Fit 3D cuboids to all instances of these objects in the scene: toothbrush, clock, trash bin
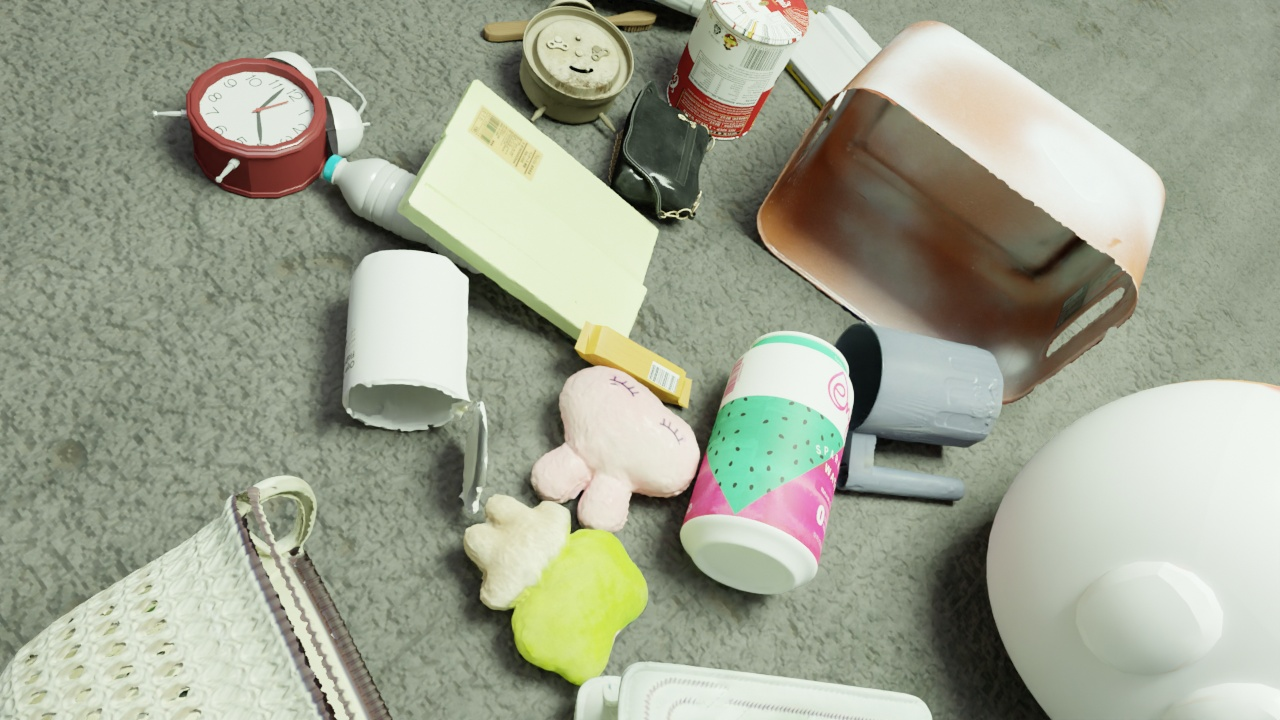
[{"bbox_3d":[-0.061,-0.300,0.825,0.166,0.016,0.016,-14,66,-23],"label":"toothbrush"},{"bbox_3d":[-0.059,-0.261,0.779,0.093,0.055,0.140,2,68,-18],"label":"clock"},{"bbox_3d":[-0.264,-0.173,0.659,0.096,0.048,0.137,44,58,9],"label":"clock"},{"bbox_3d":[0.252,-0.122,0.731,0.260,0.182,0.157,36,54,4],"label":"trash bin"}]

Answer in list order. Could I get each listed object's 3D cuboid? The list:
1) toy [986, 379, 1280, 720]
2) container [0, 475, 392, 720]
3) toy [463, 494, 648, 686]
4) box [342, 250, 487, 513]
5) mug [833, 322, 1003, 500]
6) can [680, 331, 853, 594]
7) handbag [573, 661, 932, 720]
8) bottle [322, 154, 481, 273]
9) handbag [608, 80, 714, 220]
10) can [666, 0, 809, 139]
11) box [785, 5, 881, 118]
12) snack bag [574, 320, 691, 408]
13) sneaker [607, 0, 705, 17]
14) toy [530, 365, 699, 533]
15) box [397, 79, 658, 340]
[{"bbox_3d":[0.370,0.135,0.574,0.279,0.267,0.262,-22,72,-45],"label":"toy"},{"bbox_3d":[-0.164,0.192,0.409,0.143,0.185,0.251,-28,71,-18],"label":"container"},{"bbox_3d":[-0.055,0.131,0.554,0.118,0.043,0.092,39,62,0],"label":"toy"},{"bbox_3d":[-0.139,0.013,0.576,0.094,0.084,0.165,10,59,-23],"label":"box"},{"bbox_3d":[0.201,0.040,0.685,0.104,0.084,0.124,9,82,-17],"label":"mug"},{"bbox_3d":[0.089,0.066,0.617,0.088,0.088,0.165,24,56,-4],"label":"can"},{"bbox_3d":[0.064,0.245,0.493,0.198,0.096,0.141,13,60,-20],"label":"handbag"},{"bbox_3d":[-0.162,-0.108,0.659,0.136,0.044,0.044,27,56,-3],"label":"bottle"},{"bbox_3d":[0.020,-0.167,0.752,0.079,0.054,0.128,20,54,-12],"label":"handbag"},{"bbox_3d":[0.082,-0.262,0.789,0.086,0.117,0.086,9,59,-14],"label":"can"},{"bbox_3d":[0.228,-0.260,0.891,0.127,0.046,0.209,-25,71,-32],"label":"box"},{"bbox_3d":[-0.004,0.004,0.648,0.099,0.020,0.026,28,65,-27],"label":"snack bag"},{"bbox_3d":[-0.004,-0.356,0.846,0.235,0.079,0.087,7,67,-36],"label":"sneaker"},{"bbox_3d":[-0.020,0.062,0.609,0.108,0.053,0.105,37,71,3],"label":"toy"},{"bbox_3d":[-0.068,-0.102,0.659,0.187,0.030,0.138,38,53,-25],"label":"box"}]
